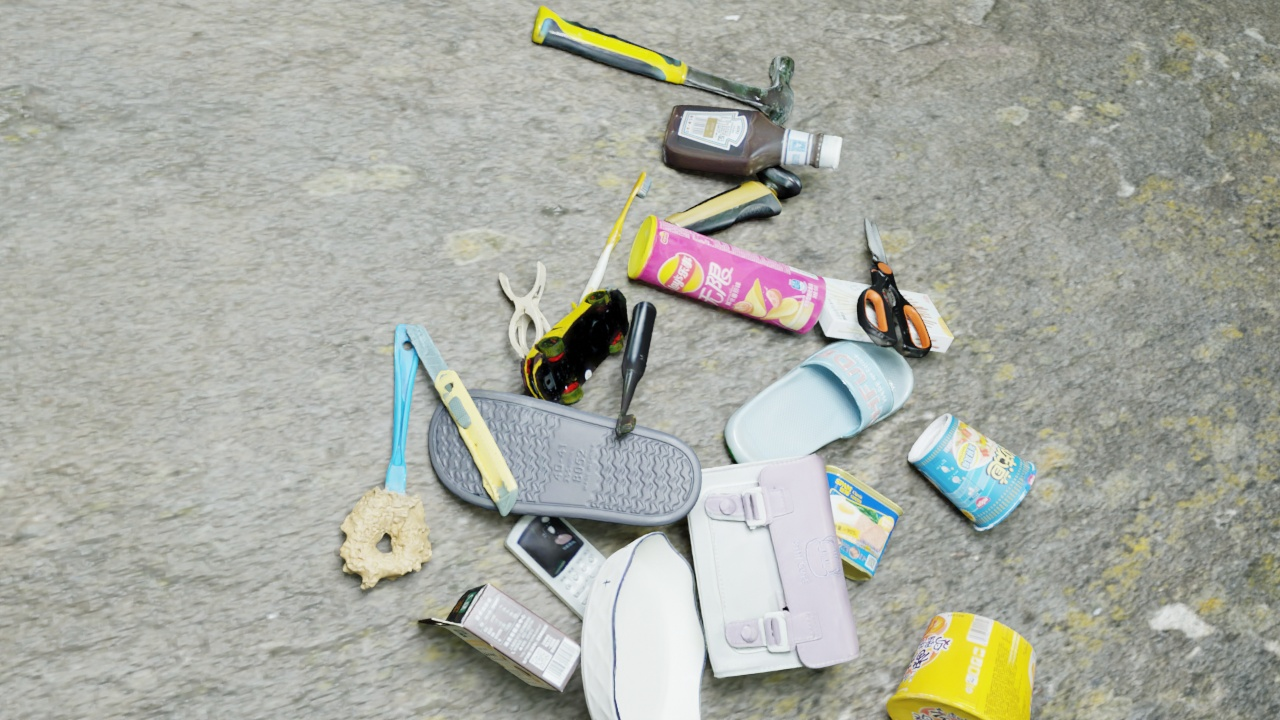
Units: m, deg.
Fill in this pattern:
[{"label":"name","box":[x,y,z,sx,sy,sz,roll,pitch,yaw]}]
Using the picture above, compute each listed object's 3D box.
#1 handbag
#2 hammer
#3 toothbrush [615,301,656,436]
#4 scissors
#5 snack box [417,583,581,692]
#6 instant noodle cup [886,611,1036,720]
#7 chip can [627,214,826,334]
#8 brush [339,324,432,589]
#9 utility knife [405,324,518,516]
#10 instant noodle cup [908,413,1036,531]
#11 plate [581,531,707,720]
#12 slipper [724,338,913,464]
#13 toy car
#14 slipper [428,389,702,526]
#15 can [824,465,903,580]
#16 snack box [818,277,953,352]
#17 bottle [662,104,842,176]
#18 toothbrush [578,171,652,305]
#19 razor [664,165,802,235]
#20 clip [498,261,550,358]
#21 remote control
[{"label":"handbag","box":[0.125,0.198,0.895,0.145,0.098,0.197,-10,78,2]},{"label":"hammer","box":[0.032,-0.342,1.078,0.323,0.032,0.126,13,70,-16]},{"label":"toothbrush","box":[-0.005,0.005,0.902,0.212,0.027,0.026,-80,151,-56]},{"label":"scissors","box":[0.290,-0.086,1.058,0.142,0.022,0.234,34,41,-1]},{"label":"snack box","box":[-0.124,0.241,0.805,0.125,0.113,0.053,37,65,-6]},{"label":"instant noodle cup","box":[0.334,0.332,0.936,0.138,0.138,0.109,37,57,-6]},{"label":"chip can","box":[0.095,-0.091,1.005,0.210,0.072,0.071,18,69,-14]},{"label":"brush","box":[-0.229,0.086,0.860,0.083,0.046,0.254,6,69,-14]},{"label":"utility knife","box":[-0.167,0.049,0.859,0.031,0.022,0.210,-34,68,8]},{"label":"instant noodle cup","box":[0.367,0.118,1.031,0.110,0.099,0.099,39,65,4]},{"label":"plate","box":[0.004,0.261,0.823,0.046,0.204,0.204,-9,72,24]},{"label":"slipper","box":[0.200,0.044,1.000,0.245,0.074,0.104,-26,83,-23]},{"label":"toy car","box":[-0.061,-0.016,0.926,0.155,0.041,0.071,-49,133,-39]},{"label":"slipper","box":[-0.072,0.101,0.879,0.268,0.083,0.110,10,80,10]},{"label":"can","box":[0.216,0.174,0.977,0.102,0.057,0.083,33,69,-7]},{"label":"snack box","box":[0.275,-0.053,1.059,0.156,0.027,0.084,7,40,-17]},{"label":"bottle","box":[0.126,-0.244,1.031,0.195,0.044,0.079,9,64,11]},{"label":"toothbrush","box":[-0.027,-0.130,1.004,0.018,0.016,0.191,31,66,-18]},{"label":"razor","box":[0.103,-0.180,1.046,0.167,0.062,0.067,-24,101,-18]},{"label":"clip","box":[-0.116,-0.048,0.931,0.072,0.034,0.100,-13,76,16]},{"label":"remote control","box":[-0.062,0.205,0.889,0.150,0.021,0.058,44,65,-3]}]
